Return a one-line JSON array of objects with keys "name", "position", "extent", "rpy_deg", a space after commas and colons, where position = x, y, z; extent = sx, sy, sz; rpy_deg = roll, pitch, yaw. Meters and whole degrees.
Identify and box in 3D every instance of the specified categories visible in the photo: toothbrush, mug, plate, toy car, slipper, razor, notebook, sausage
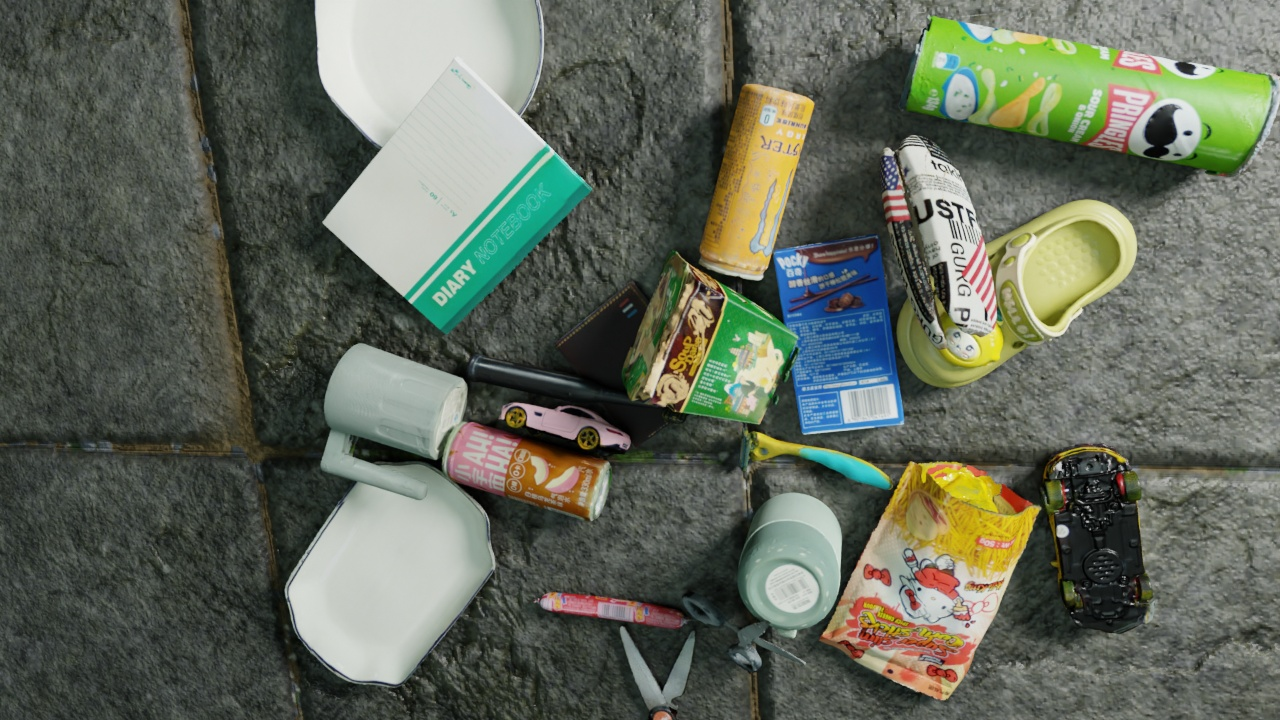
[{"name": "toothbrush", "position": [-0.057, 0.026, 0.805], "extent": [0.213, 0.027, 0.026], "rpy_deg": [12, 134, 22]}, {"name": "mug", "position": [0.126, 0.183, 0.774], "extent": [0.082, 0.106, 0.112], "rpy_deg": [4, 105, 12]}, {"name": "plate", "position": [-0.173, -0.272, 0.771], "extent": [0.205, 0.045, 0.205], "rpy_deg": [3, 103, 14]}, {"name": "plate", "position": [-0.246, 0.210, 0.914], "extent": [0.162, 0.034, 0.266], "rpy_deg": [38, 110, 3]}, {"name": "toy car", "position": [-0.067, 0.057, 0.816], "extent": [0.122, 0.056, 0.037], "rpy_deg": [13, 79, 19]}, {"name": "slipper", "position": [0.282, -0.050, 0.693], "extent": [0.191, 0.081, 0.091], "rpy_deg": [-35, 90, 17]}, {"name": "razor", "position": [0.150, 0.087, 0.786], "extent": [0.133, 0.028, 0.043], "rpy_deg": [12, 129, 14]}, {"name": "notebook", "position": [-0.162, -0.132, 0.786], "extent": [0.150, 0.012, 0.210], "rpy_deg": [43, 121, -12]}, {"name": "toy car", "position": [0.365, 0.144, 0.738], "extent": [0.071, 0.041, 0.156], "rpy_deg": [-11, 99, 16]}, {"name": "sausage", "position": [-0.028, 0.237, 0.873], "extent": [0.156, 0.020, 0.020], "rpy_deg": [4, 104, 13]}, {"name": "mug", "position": [-0.227, 0.057, 0.841], "extent": [0.103, 0.083, 0.124], "rpy_deg": [17, 92, 8]}]

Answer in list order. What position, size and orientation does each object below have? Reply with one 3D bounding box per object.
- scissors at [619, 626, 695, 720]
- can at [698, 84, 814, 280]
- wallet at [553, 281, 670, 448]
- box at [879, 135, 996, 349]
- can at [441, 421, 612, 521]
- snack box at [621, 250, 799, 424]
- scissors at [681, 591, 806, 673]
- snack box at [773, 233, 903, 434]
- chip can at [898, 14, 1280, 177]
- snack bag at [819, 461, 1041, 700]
[{"name": "scissors", "position": [0.019, 0.368, 0.892], "extent": [0.224, 0.021, 0.221], "rpy_deg": [-41, 91, 20]}, {"name": "can", "position": [0.090, -0.141, 0.729], "extent": [0.058, 0.058, 0.146], "rpy_deg": [17, 107, 10]}, {"name": "wallet", "position": [-0.005, 0.005, 0.811], "extent": [0.096, 0.020, 0.122], "rpy_deg": [-37, 95, 19]}, {"name": "box", "position": [0.204, -0.086, 0.680], "extent": [0.080, 0.074, 0.163], "rpy_deg": [-26, 65, 43]}, {"name": "can", "position": [-0.103, 0.100, 0.838], "extent": [0.147, 0.057, 0.058], "rpy_deg": [15, 106, 10]}, {"name": "snack box", "position": [0.057, -0.010, 0.744], "extent": [0.105, 0.117, 0.118], "rpy_deg": [21, 102, -12]}, {"name": "scissors", "position": [0.087, 0.237, 0.789], "extent": [0.172, 0.014, 0.159], "rpy_deg": [30, 154, 42]}, {"name": "snack box", "position": [0.164, -0.020, 0.756], "extent": [0.085, 0.026, 0.157], "rpy_deg": [-8, 101, 16]}, {"name": "chip can", "position": [0.311, -0.190, 0.654], "extent": [0.236, 0.072, 0.072], "rpy_deg": [15, 106, 11]}, {"name": "snack bag", "position": [0.244, 0.188, 0.776], "extent": [0.128, 0.073, 0.208], "rpy_deg": [19, 115, 8]}]
